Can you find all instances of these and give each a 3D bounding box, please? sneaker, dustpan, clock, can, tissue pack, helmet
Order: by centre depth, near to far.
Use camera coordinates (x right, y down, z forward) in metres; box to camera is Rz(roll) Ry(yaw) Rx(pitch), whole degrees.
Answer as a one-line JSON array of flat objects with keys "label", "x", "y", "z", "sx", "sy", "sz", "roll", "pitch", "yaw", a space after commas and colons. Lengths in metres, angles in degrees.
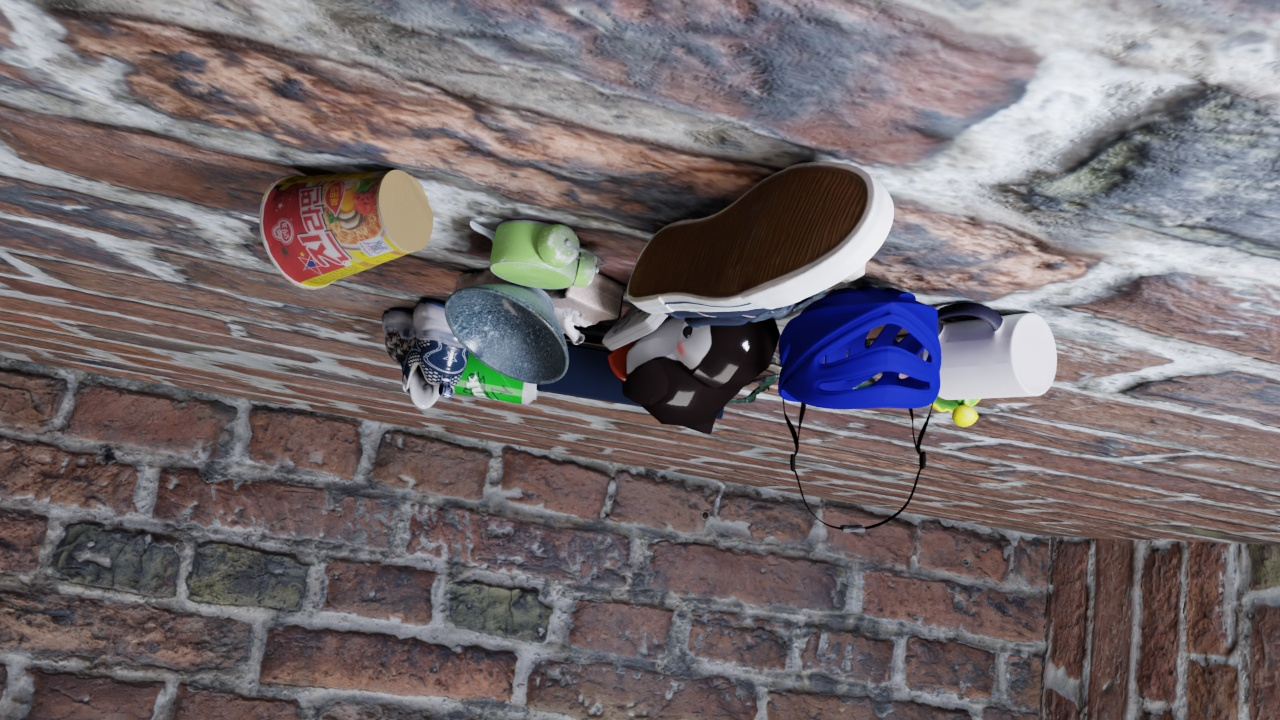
[{"label": "sneaker", "x": 0.107, "y": -0.068, "z": 0.700, "sx": 0.127, "sy": 0.120, "sz": 0.295, "roll": 27, "pitch": 165, "yaw": -21}, {"label": "clock", "x": -0.091, "y": -0.097, "z": 0.854, "sx": 0.119, "sy": 0.042, "sz": 0.094, "roll": 4, "pitch": 169, "yaw": 20}, {"label": "helmet", "x": 0.207, "y": 0.045, "z": 0.864, "sx": 0.148, "sy": 0.227, "sz": 0.242, "roll": -1, "pitch": 168, "yaw": -1}, {"label": "tissue pack", "x": -0.110, "y": -0.060, "z": 1.003, "sx": 0.182, "sy": 0.071, "sz": 0.103, "roll": -5, "pitch": 162, "yaw": 37}, {"label": "dustpan", "x": -0.007, "y": 0.007, "z": 1.160, "sx": 0.236, "sy": 0.080, "sz": 0.272, "roll": 9, "pitch": -156, "yaw": -1}, {"label": "sneaker", "x": -0.298, "y": 0.001, "z": 1.260, "sx": 0.103, "sy": 0.132, "sz": 0.270, "roll": 13, "pitch": 169, "yaw": -29}, {"label": "can", "x": -0.220, "y": 0.015, "z": 1.378, "sx": 0.140, "sy": 0.087, "sz": 0.088, "roll": 9, "pitch": 169, "yaw": -3}]

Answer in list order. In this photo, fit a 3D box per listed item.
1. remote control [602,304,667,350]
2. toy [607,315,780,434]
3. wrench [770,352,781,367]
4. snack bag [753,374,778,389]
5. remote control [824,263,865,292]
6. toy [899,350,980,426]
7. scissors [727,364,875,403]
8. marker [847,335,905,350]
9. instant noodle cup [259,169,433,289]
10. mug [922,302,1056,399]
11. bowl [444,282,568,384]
[{"label": "remote control", "x": 0.005, "y": -0.050, "z": 0.947, "sx": 0.019, "sy": 0.074, "sz": 0.151, "roll": 44, "pitch": 160, "yaw": -9}, {"label": "toy", "x": 0.077, "y": -0.001, "z": 0.962, "sx": 0.158, "sy": 0.140, "sz": 0.185, "roll": -33, "pitch": 180, "yaw": -32}, {"label": "wrench", "x": 0.222, "y": 0.021, "z": 1.271, "sx": 0.070, "sy": 0.010, "sz": 0.273, "roll": -2, "pitch": 164, "yaw": 43}, {"label": "snack bag", "x": 0.222, "y": 0.040, "z": 1.305, "sx": 0.057, "sy": 0.013, "sz": 0.157, "roll": -1, "pitch": 165, "yaw": 46}, {"label": "remote control", "x": 0.160, "y": -0.075, "z": 0.836, "sx": 0.038, "sy": 0.018, "sz": 0.126, "roll": 12, "pitch": 169, "yaw": -14}, {"label": "toy", "x": 0.347, "y": 0.030, "z": 1.006, "sx": 0.124, "sy": 0.096, "sz": 0.131, "roll": 6, "pitch": 171, "yaw": -3}, {"label": "scissors", "x": 0.217, "y": 0.031, "z": 1.233, "sx": 0.205, "sy": 0.015, "sz": 0.202, "roll": 9, "pitch": 157, "yaw": -23}, {"label": "marker", "x": 0.286, "y": -0.021, "z": 1.018, "sx": 0.011, "sy": 0.011, "sz": 0.152, "roll": 16, "pitch": 166, "yaw": -33}, {"label": "instant noodle cup", "x": -0.241, "y": -0.117, "z": 0.768, "sx": 0.113, "sy": 0.100, "sz": 0.100, "roll": -6, "pitch": 163, "yaw": 26}, {"label": "mug", "x": 0.330, "y": -0.013, "z": 0.891, "sx": 0.112, "sy": 0.078, "sz": 0.097, "roll": 47, "pitch": 151, "yaw": -24}, {"label": "bowl", "x": -0.122, "y": -0.042, "z": 0.920, "sx": 0.137, "sy": 0.057, "sz": 0.137, "roll": 19, "pitch": 145, "yaw": 14}]
